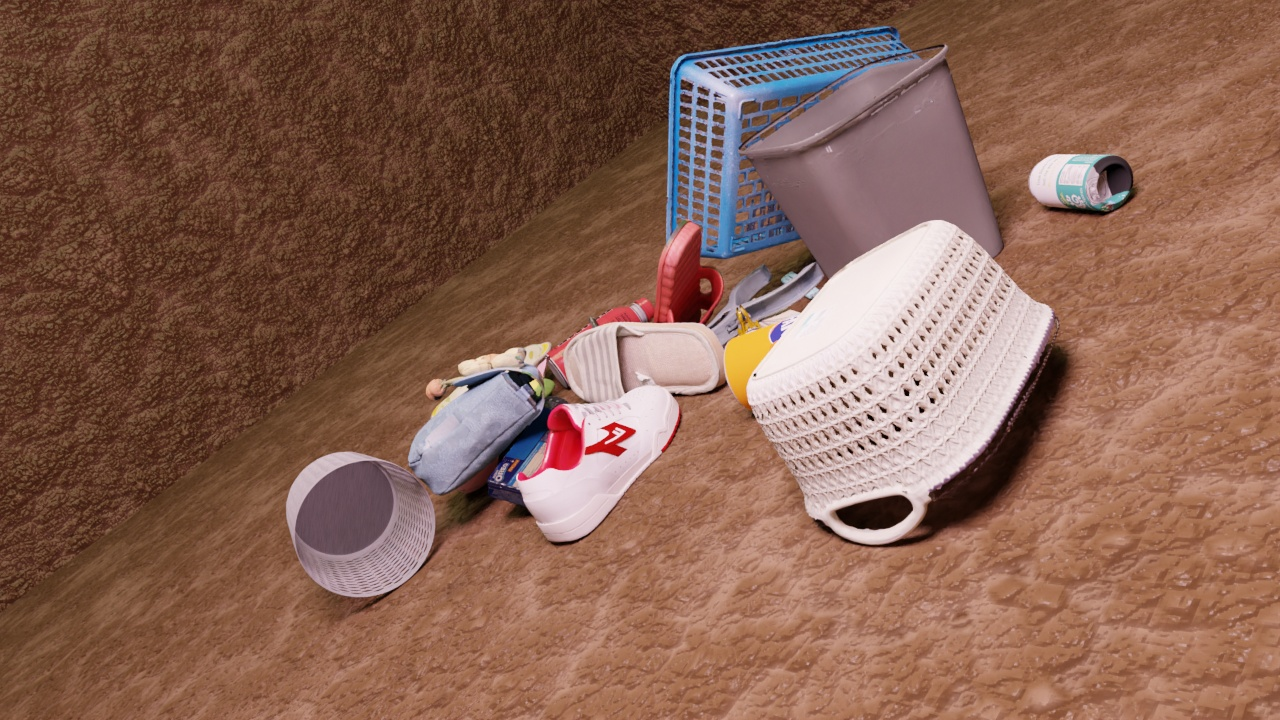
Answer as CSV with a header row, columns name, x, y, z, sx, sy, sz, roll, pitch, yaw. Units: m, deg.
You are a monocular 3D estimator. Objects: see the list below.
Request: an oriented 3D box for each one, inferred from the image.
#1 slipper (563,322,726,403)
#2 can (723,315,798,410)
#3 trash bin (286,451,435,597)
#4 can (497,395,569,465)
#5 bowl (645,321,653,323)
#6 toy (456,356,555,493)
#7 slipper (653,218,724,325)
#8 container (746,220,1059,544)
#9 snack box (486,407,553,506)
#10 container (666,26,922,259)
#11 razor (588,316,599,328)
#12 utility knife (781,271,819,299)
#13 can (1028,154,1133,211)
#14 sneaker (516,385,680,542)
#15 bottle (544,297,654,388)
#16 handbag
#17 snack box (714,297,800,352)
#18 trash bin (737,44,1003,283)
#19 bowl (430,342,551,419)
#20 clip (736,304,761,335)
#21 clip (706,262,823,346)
name,x,y,z,sx,sy,sz,roll,pitch,yaw
slipper,-0.007,0.007,1.125,0.053,0.114,0.273,-20,8,-43
can,0.158,-0.004,0.911,0.143,0.079,0.078,-20,22,34
trash bin,-0.352,0.191,1.126,0.156,0.156,0.183,-39,16,-21
can,-0.130,0.099,1.156,0.054,0.054,0.137,-19,22,34
bowl,0.011,-0.030,1.262,0.102,0.026,0.113,5,36,33
toy,-0.185,0.080,1.244,0.191,0.087,0.237,-32,15,42
slipper,0.063,-0.073,1.124,0.103,0.059,0.249,-56,-18,-21
container,0.198,0.006,0.717,0.250,0.143,0.185,-46,8,-37
snack box,-0.108,0.113,1.067,0.082,0.027,0.149,12,35,18
container,0.207,-0.265,1.156,0.361,0.258,0.089,-18,35,-27
razor,-0.052,-0.023,1.314,0.042,0.026,0.105,-32,56,8
utility knife,0.211,-0.090,1.164,0.022,0.015,0.147,-31,21,-1
can,0.450,-0.184,0.943,0.055,0.055,0.101,-33,18,-4
sneaker,-0.047,0.080,0.989,0.091,0.104,0.235,-13,26,46
bottle,-0.055,-0.032,1.369,0.176,0.062,0.062,-36,18,-11
handbag,-0.200,0.062,1.089,0.192,0.118,0.121,-40,10,1
snack box,0.139,-0.036,1.117,0.082,0.026,0.150,-36,19,-8
trash bin,0.259,-0.184,0.992,0.197,0.220,0.197,-35,18,-8
bowl,-0.216,0.053,1.417,0.219,0.060,0.188,-30,18,8
clip,0.124,-0.039,1.046,0.048,0.046,0.054,13,19,-6
clip,0.156,-0.075,1.096,0.165,0.031,0.172,-16,26,48
